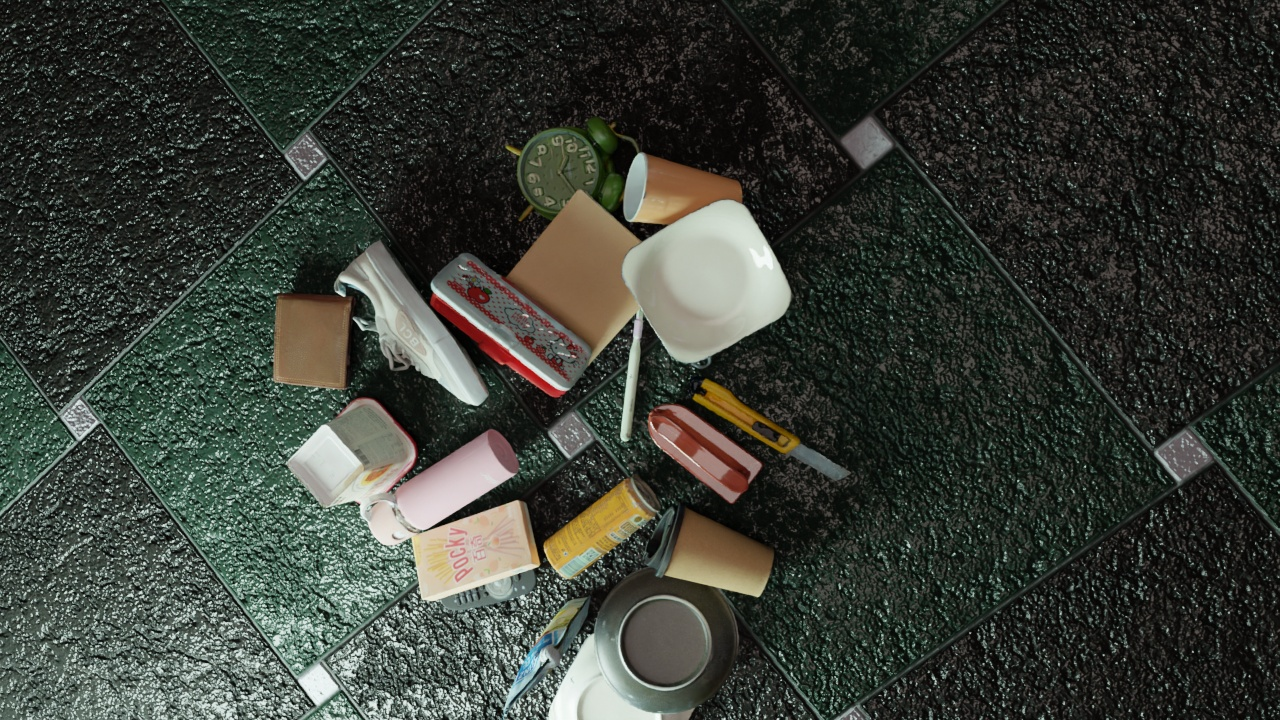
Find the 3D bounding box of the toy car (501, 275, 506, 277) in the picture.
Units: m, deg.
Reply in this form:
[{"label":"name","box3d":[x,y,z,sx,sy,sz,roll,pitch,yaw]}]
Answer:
[{"label":"toy car","box3d":[-0.205,-0.083,1.146,0.105,0.032,0.048,0,94,9]}]

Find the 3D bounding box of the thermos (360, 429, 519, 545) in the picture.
[{"label":"thermos","box3d":[-0.256,0.158,1.150,0.199,0.087,0.067,-30,45,11]}]

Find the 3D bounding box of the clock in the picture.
[{"label":"clock","box3d":[-0.076,-0.227,1.098,0.161,0.056,0.116,-10,94,11]}]

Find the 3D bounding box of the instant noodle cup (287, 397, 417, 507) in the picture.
[{"label":"instant noodle cup","box3d":[-0.362,0.120,1.144,0.116,0.124,0.116,-44,86,10]}]

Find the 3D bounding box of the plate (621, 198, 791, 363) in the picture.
[{"label":"plate","box3d":[0.076,-0.093,1.059,0.164,0.034,0.164,-28,111,9]}]

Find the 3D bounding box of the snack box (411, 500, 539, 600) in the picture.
[{"label":"snack box","box3d":[-0.210,0.242,1.163,0.157,0.026,0.084,-20,69,10]}]

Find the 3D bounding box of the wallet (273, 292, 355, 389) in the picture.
[{"label":"wallet","box3d":[-0.422,-0.026,1.193,0.101,0.032,0.124,5,96,7]}]

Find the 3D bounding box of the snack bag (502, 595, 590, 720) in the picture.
[{"label":"snack bag","box3d":[-0.109,0.346,1.082,0.039,0.190,0.110,45,101,3]}]

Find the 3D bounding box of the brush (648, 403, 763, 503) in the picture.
[{"label":"brush","box3d":[0.070,0.104,1.091,0.146,0.069,0.063,37,99,5]}]

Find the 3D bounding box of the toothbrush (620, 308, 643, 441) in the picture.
[{"label":"toothbrush","box3d":[-0.007,0.007,1.124,0.020,0.029,0.189,17,102,51]}]

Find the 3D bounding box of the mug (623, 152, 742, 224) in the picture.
[{"label":"mug","box3d":[0.050,-0.188,1.053,0.122,0.078,0.078,7,96,-19]}]

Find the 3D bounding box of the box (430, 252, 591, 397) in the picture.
[{"label":"box","box3d":[-0.158,-0.033,1.076,0.201,0.100,0.095,38,110,-5]}]

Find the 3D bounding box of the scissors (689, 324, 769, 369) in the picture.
[{"label":"scissors","box3d":[0.078,-0.076,1.104,0.159,0.014,0.181,1,95,10]}]

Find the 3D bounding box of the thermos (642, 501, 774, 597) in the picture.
[{"label":"thermos","box3d":[0.082,0.230,1.095,0.143,0.093,0.093,20,98,0]}]

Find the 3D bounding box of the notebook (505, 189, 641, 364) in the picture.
[{"label":"notebook","box3d":[-0.081,-0.082,1.104,0.148,0.008,0.208,40,111,-6]}]

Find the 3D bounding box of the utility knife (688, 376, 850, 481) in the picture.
[{"label":"utility knife","box3d":[0.152,0.082,1.102,0.223,0.015,0.033,31,102,6]}]

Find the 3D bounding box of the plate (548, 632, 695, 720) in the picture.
[{"label":"plate","box3d":[-0.026,0.441,1.155,0.163,0.034,0.164,27,99,7]}]

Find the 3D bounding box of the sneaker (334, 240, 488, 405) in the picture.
[{"label":"sneaker","box3d":[-0.287,-0.031,1.133,0.090,0.089,0.242,-38,83,-5]}]

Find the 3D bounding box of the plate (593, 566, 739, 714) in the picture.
[{"label":"plate","box3d":[0.030,0.342,1.121,0.179,0.024,0.179,0,84,3]}]

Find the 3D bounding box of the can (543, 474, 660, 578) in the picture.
[{"label":"can","box3d":[-0.048,0.205,1.127,0.146,0.058,0.058,-38,87,11]}]

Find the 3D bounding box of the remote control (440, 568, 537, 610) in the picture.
[{"label":"remote control","box3d":[-0.194,0.285,1.177,0.136,0.024,0.053,-16,86,12]}]
